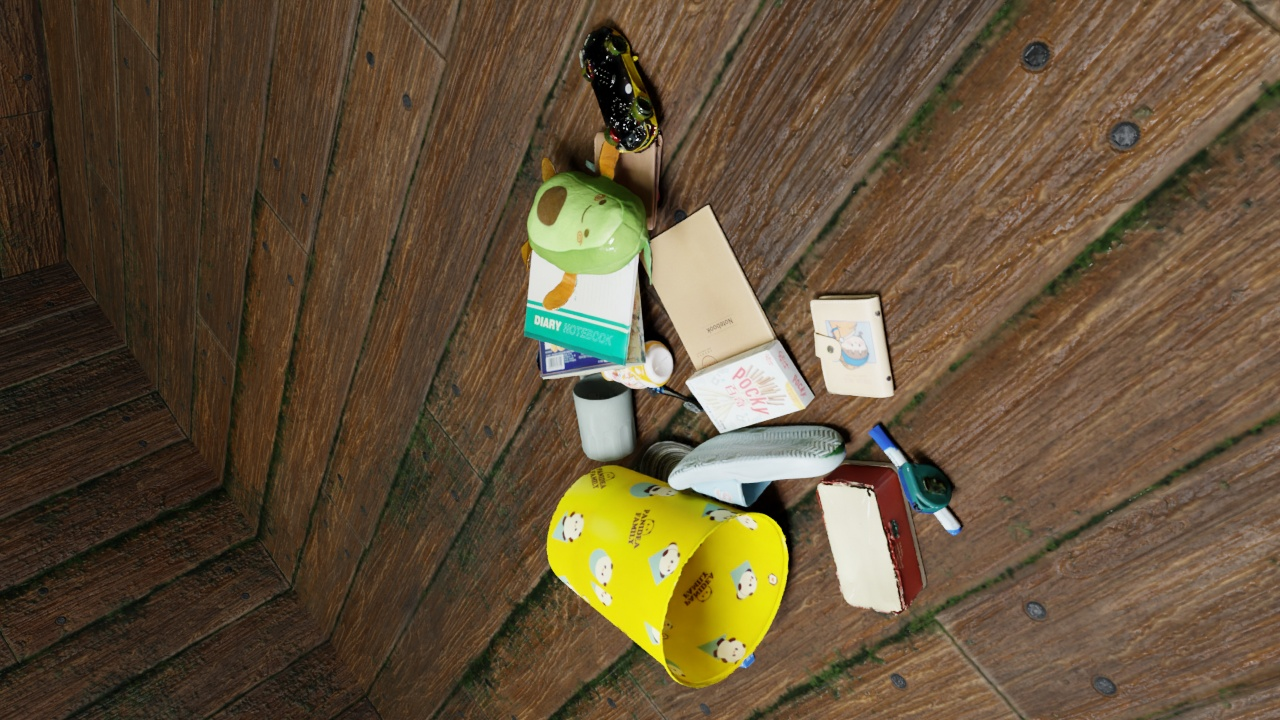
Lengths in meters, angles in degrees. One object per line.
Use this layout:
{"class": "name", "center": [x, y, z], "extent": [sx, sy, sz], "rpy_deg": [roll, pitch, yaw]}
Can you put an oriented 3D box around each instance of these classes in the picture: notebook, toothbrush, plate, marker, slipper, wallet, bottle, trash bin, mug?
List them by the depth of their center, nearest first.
{"class": "wallet", "center": [0.232, -0.016, 1.015], "extent": [0.087, 0.024, 0.115], "rpy_deg": [1, 114, 40]}
{"class": "marker", "center": [0.307, 0.133, 1.026], "extent": [0.146, 0.016, 0.017], "rpy_deg": [53, 139, 10]}
{"class": "slipper", "center": [0.146, 0.133, 1.134], "extent": [0.246, 0.103, 0.074], "rpy_deg": [-11, 110, 41]}
{"class": "wallet", "center": [-0.018, -0.224, 1.137], "extent": [0.101, 0.020, 0.115], "rpy_deg": [16, 110, 41]}
{"class": "notebook", "center": [0.085, -0.073, 1.145], "extent": [0.148, 0.008, 0.207], "rpy_deg": [-24, 94, 50]}
{"class": "notebook", "center": [-0.081, -0.086, 1.203], "extent": [0.209, 0.012, 0.150], "rpy_deg": [16, 104, 45]}
{"class": "trash bin", "center": [0.024, 0.264, 1.216], "extent": [0.256, 0.229, 0.230], "rpy_deg": [21, 126, 44]}
{"class": "bottle", "center": [-0.007, 0.007, 1.246], "extent": [0.109, 0.063, 0.063], "rpy_deg": [-5, 108, 48]}
{"class": "toothbrush", "center": [0.016, 0.035, 1.275], "extent": [0.190, 0.016, 0.014], "rpy_deg": [26, 124, 36]}
{"class": "plate", "center": [0.072, 0.193, 1.303], "extent": [0.179, 0.024, 0.180], "rpy_deg": [23, 126, 35]}
{"class": "mug", "center": [-0.056, 0.074, 1.335], "extent": [0.124, 0.083, 0.103], "rpy_deg": [-134, 32, -59]}

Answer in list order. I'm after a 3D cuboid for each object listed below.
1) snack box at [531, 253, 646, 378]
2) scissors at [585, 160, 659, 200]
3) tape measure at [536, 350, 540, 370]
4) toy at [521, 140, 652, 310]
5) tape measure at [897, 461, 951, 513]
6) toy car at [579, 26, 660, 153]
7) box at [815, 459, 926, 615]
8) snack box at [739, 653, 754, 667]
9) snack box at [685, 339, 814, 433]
{"class": "snack box", "center": [-0.073, -0.073, 1.237], "extent": [0.178, 0.045, 0.182], "rpy_deg": [-8, 84, 48]}
{"class": "scissors", "center": [-0.025, -0.227, 1.167], "extent": [0.133, 0.017, 0.057], "rpy_deg": [37, 134, 31]}
{"class": "tape measure", "center": [-0.125, -0.007, 1.365], "extent": [0.039, 0.057, 0.058], "rpy_deg": [41, 151, 15]}
{"class": "toy", "center": [-0.074, -0.168, 1.122], "extent": [0.247, 0.090, 0.227], "rpy_deg": [20, 93, 47]}
{"class": "tape measure", "center": [0.311, 0.137, 0.996], "extent": [0.025, 0.054, 0.058], "rpy_deg": [125, 142, -50]}
{"class": "toy car", "center": [-0.024, -0.321, 1.085], "extent": [0.071, 0.041, 0.155], "rpy_deg": [-32, 76, 47]}
{"class": "box", "center": [0.263, 0.209, 1.070], "extent": [0.091, 0.076, 0.168], "rpy_deg": [-2, 110, 46]}
{"class": "snack box", "center": [0.109, 0.381, 1.371], "extent": [0.085, 0.026, 0.157], "rpy_deg": [-10, 105, 48]}
{"class": "snack box", "center": [0.132, 0.035, 1.135], "extent": [0.157, 0.026, 0.084], "rpy_deg": [-24, 104, 51]}
